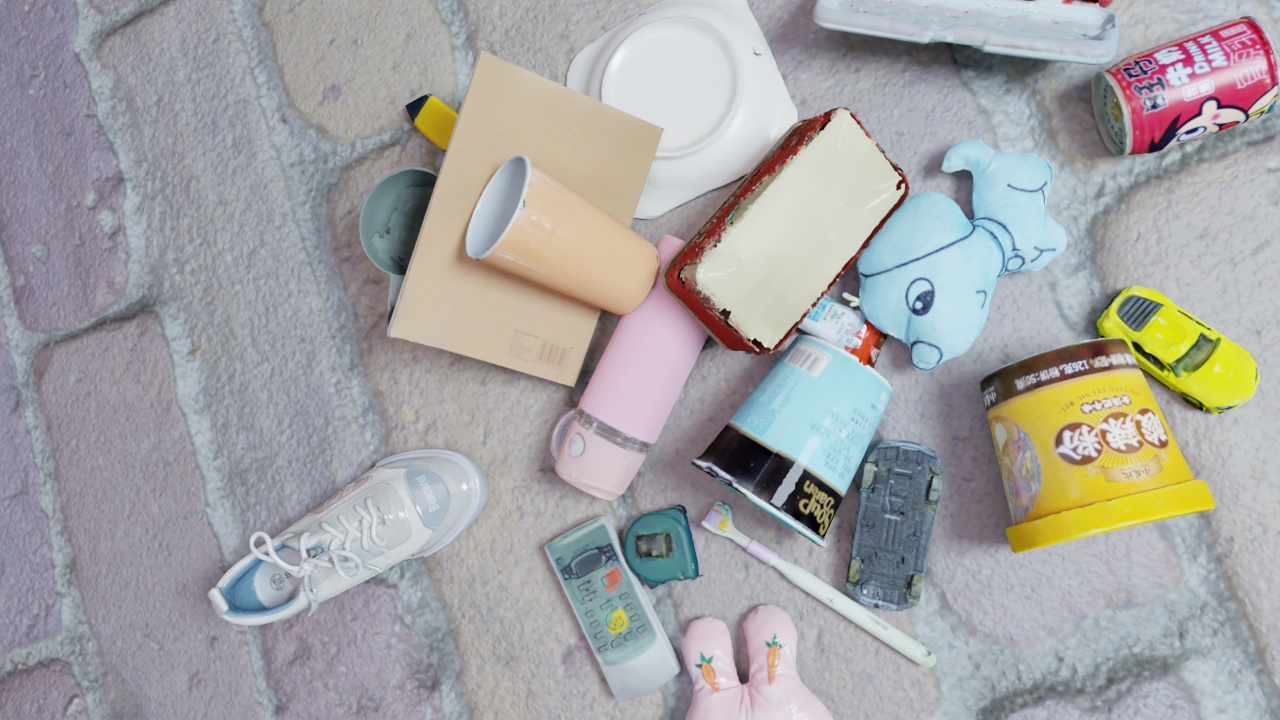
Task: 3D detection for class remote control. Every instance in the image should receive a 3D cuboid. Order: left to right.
[{"bbox_3d":[-0.022,0.190,0.705,0.056,0.019,0.135,-29,78,11],"label":"remote control"}]

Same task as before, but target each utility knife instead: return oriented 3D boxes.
[{"bbox_3d":[-0.139,-0.177,0.773,0.154,0.015,0.033,39,102,14],"label":"utility knife"}]

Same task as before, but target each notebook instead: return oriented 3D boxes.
[{"bbox_3d":[-0.082,-0.097,0.676,0.149,0.012,0.211,17,96,-24],"label":"notebook"}]

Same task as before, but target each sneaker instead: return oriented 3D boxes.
[{"bbox_3d":[-0.239,0.141,0.735,0.242,0.090,0.089,-30,79,11],"label":"sneaker"}]

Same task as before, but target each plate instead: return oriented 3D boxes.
[{"bbox_3d":[0.026,-0.208,0.720,0.164,0.034,0.164,-25,80,12],"label":"plate"}]

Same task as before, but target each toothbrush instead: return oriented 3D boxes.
[{"bbox_3d":[0.128,0.163,0.666,0.189,0.029,0.020,33,136,15],"label":"toothbrush"}]

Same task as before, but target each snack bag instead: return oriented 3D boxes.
[{"bbox_3d":[0.132,-0.033,0.677,0.104,0.026,0.048,25,79,17],"label":"snack bag"}]

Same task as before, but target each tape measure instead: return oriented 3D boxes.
[{"bbox_3d":[0.015,0.142,0.697,0.054,0.025,0.058,-14,81,13],"label":"tape measure"}]

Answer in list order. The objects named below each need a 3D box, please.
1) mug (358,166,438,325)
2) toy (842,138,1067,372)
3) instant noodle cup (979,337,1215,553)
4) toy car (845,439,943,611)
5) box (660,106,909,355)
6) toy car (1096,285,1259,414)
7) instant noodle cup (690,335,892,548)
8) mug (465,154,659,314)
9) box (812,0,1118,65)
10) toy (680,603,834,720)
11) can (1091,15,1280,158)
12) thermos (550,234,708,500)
[{"bbox_3d":[-0.160,-0.079,0.725,0.084,0.103,0.124,5,87,16],"label":"mug"},{"bbox_3d":[0.218,-0.075,0.646,0.156,0.050,0.161,-8,81,10],"label":"toy"},{"bbox_3d":[0.281,0.054,0.586,0.119,0.118,0.114,-16,73,14],"label":"instant noodle cup"},{"bbox_3d":[0.179,0.116,0.648,0.054,0.036,0.121,9,98,16],"label":"toy car"},{"bbox_3d":[0.102,-0.090,0.629,0.091,0.077,0.168,44,79,-15],"label":"box"},{"bbox_3d":[0.358,-0.008,0.609,0.105,0.032,0.048,39,96,14],"label":"toy car"},{"bbox_3d":[0.113,0.051,0.642,0.111,0.111,0.120,32,85,16],"label":"instant noodle cup"},{"bbox_3d":[-0.051,-0.082,0.649,0.078,0.122,0.078,-34,43,39],"label":"mug"},{"bbox_3d":[0.235,-0.270,0.651,0.201,0.065,0.159,14,69,16],"label":"box"},{"bbox_3d":[0.080,0.260,0.657,0.121,0.054,0.159,-17,73,13],"label":"toy"},{"bbox_3d":[0.357,-0.178,0.606,0.094,0.066,0.066,-17,81,14],"label":"can"},{"bbox_3d":[-0.004,0.004,0.698,0.087,0.067,0.198,31,96,45],"label":"thermos"}]
